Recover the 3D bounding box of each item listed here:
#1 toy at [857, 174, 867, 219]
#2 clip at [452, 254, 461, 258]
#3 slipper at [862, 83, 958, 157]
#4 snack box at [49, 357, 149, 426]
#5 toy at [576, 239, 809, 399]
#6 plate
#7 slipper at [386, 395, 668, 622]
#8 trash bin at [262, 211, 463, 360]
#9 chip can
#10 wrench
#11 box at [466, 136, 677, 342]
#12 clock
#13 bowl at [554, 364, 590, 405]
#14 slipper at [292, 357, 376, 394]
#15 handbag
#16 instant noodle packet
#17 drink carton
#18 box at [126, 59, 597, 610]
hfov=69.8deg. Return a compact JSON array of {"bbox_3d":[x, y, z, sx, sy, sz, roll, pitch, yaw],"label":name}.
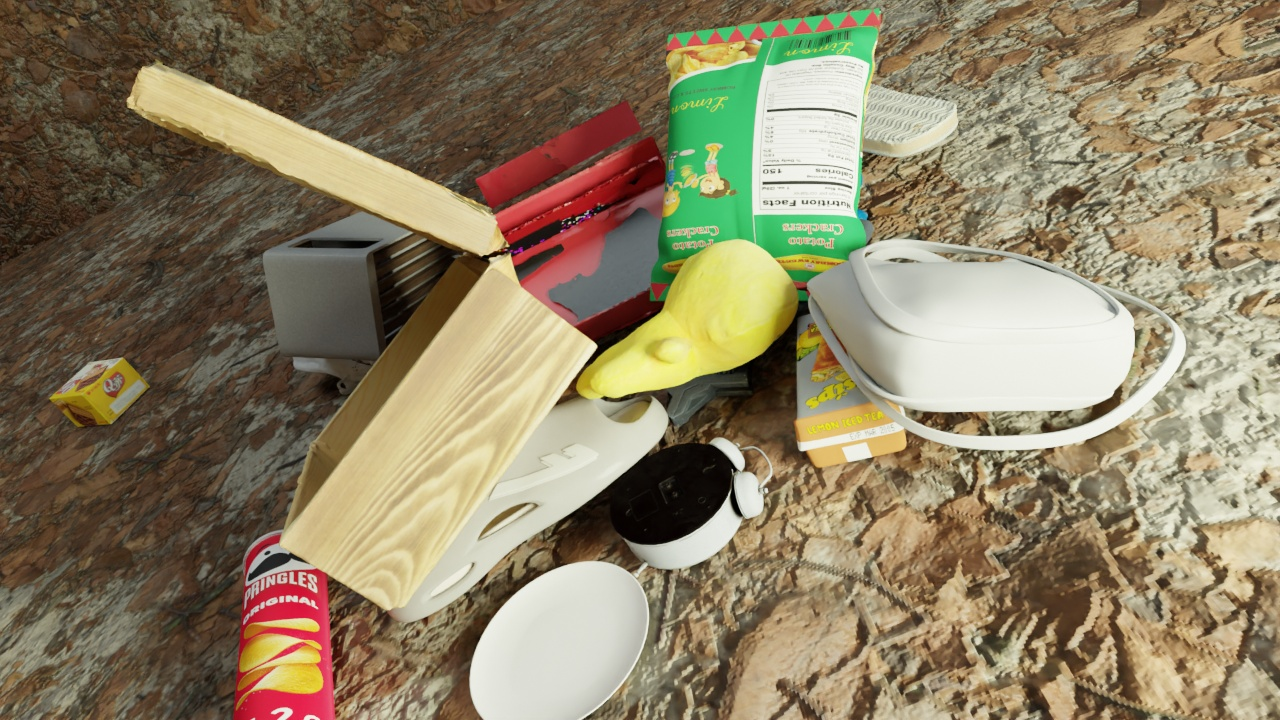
[{"bbox_3d":[0.154,-0.156,0.875,0.176,0.113,0.071,-54,24,-20],"label":"toy"},{"bbox_3d":[-0.178,-0.103,1.060,0.102,0.058,0.052,27,87,52],"label":"clip"},{"bbox_3d":[0.239,-0.250,0.977,0.115,0.052,0.263,-32,28,-8],"label":"slipper"},{"bbox_3d":[-0.810,0.048,1.374,0.106,0.061,0.083,-5,39,33],"label":"snack box"},{"bbox_3d":[0.044,-0.028,0.730,0.207,0.092,0.134,-38,10,-16],"label":"toy"},{"bbox_3d":[-0.054,0.194,0.623,0.135,0.011,0.134,-20,33,14],"label":"plate"},{"bbox_3d":[-0.103,0.093,0.720,0.265,0.080,0.113,-36,12,-6],"label":"slipper"},{"bbox_3d":[-0.297,-0.092,1.031,0.114,0.114,0.228,2,21,13],"label":"trash bin"},{"bbox_3d":[-0.271,0.222,0.701,0.069,0.069,0.220,-31,32,-3],"label":"chip can"},{"bbox_3d":[0.118,-0.037,0.800,0.272,0.022,0.073,-45,36,-22],"label":"wrench"},{"bbox_3d":[-0.055,-0.117,0.877,0.214,0.153,0.164,-25,72,4],"label":"box"},{"bbox_3d":[0.038,0.100,0.661,0.122,0.035,0.094,-28,32,0],"label":"clock"},{"bbox_3d":[-0.063,0.022,0.796,0.114,0.026,0.102,-13,-7,-27],"label":"bowl"},{"bbox_3d":[-0.321,-0.003,1.048,0.247,0.075,0.112,10,39,34],"label":"slipper"},{"bbox_3d":[0.229,-0.036,0.649,0.216,0.096,0.222,0,27,-4],"label":"handbag"},{"bbox_3d":[0.107,-0.177,0.811,0.196,0.090,0.252,2,84,23],"label":"instant noodle packet"},{"bbox_3d":[0.152,0.015,0.676,0.076,0.048,0.124,-15,35,21],"label":"drink carton"},{"bbox_3d":[-0.231,-0.057,0.695,0.286,0.334,0.279,-51,16,-3],"label":"box"}]
